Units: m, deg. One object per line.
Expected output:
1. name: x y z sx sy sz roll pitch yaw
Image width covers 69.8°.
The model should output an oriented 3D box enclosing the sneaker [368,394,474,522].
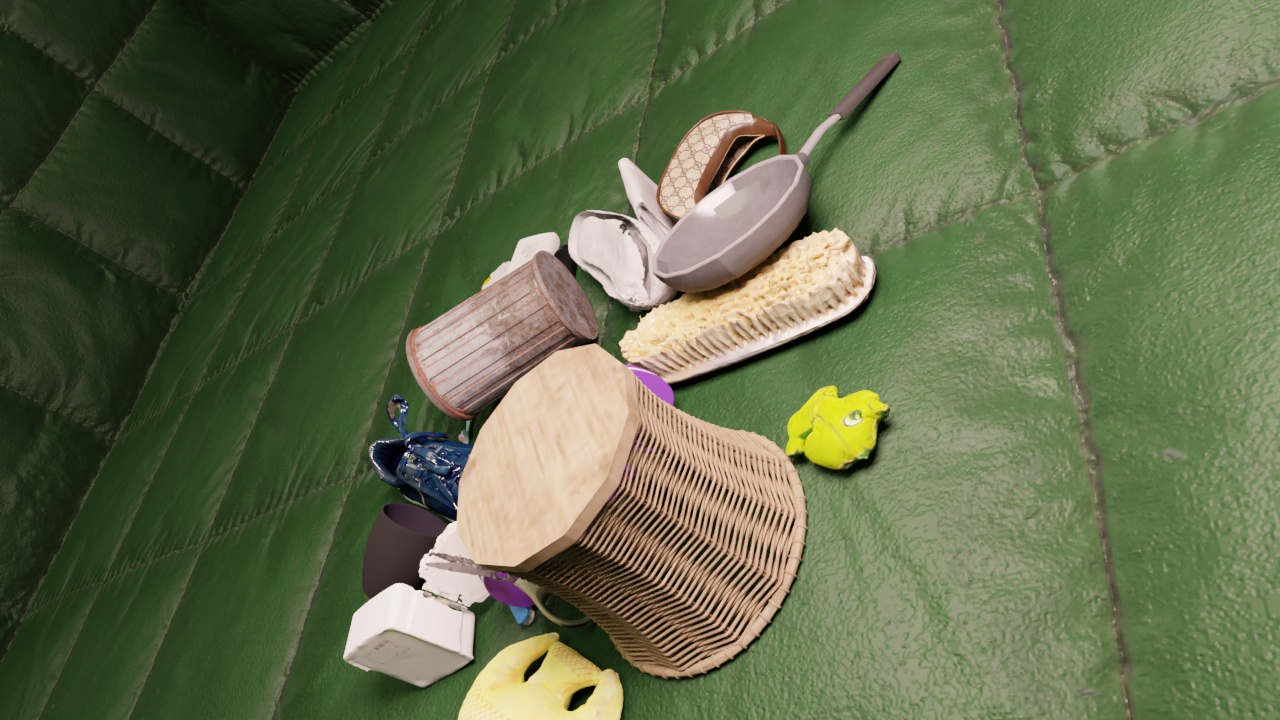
1. sneaker: -0.236 0.122 1.080 0.295 0.127 0.120 1 63 48

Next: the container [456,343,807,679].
1. container: -0.014 0.116 0.750 0.227 0.196 0.226 -31 40 30

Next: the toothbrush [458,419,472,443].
1. toothbrush: -0.229 0.048 1.230 0.016 0.022 0.154 -2 47 -1

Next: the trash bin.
1. trash bin: -0.171 -0.025 1.103 0.211 0.131 0.130 -31 39 16

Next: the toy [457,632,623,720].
1. toy: -0.093 0.316 0.793 0.171 0.064 0.154 13 58 47

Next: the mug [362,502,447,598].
1. mug: -0.281 0.228 1.089 0.119 0.085 0.100 -90 23 -83

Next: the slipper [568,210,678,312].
1. slipper: -0.016 -0.117 1.063 0.247 0.074 0.112 -139 45 -61

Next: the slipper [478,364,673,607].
1. slipper: -0.081 0.111 0.925 0.266 0.107 0.084 -58 32 1

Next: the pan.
1. pan: 0.152 -0.191 0.921 0.356 0.041 0.179 -47 22 -15

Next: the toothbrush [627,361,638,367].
1. toothbrush: -0.006 0.006 1.001 0.167 0.016 0.016 -47 34 11

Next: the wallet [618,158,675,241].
1. wallet: 0.006 -0.187 1.096 0.032 0.086 0.116 -35 34 17

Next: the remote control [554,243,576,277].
1. remote control: -0.106 -0.095 1.205 0.041 0.020 0.151 -29 41 34

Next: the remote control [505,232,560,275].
1. remote control: -0.151 -0.127 1.252 0.060 0.025 0.138 -10 40 18

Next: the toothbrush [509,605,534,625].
1. toothbrush: -0.145 0.231 0.974 0.016 0.014 0.166 -55 30 1

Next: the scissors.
1. scissors: -0.115 0.208 0.849 0.131 0.169 0.013 63 151 29

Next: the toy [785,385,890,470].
1. toy: 0.157 0.054 0.749 0.094 0.036 0.093 -47 31 21

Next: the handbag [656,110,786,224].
1. handbag: 0.094 -0.203 1.032 0.138 0.063 0.166 12 69 43

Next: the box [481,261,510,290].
1. box: -0.176 -0.067 1.255 0.064 0.033 0.209 -43 36 11

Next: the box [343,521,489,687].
1. box: -0.210 0.257 0.936 0.191 0.110 0.083 -47 34 15

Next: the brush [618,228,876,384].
1. brush: 0.096 -0.045 0.884 0.272 0.056 0.083 -22 37 37
